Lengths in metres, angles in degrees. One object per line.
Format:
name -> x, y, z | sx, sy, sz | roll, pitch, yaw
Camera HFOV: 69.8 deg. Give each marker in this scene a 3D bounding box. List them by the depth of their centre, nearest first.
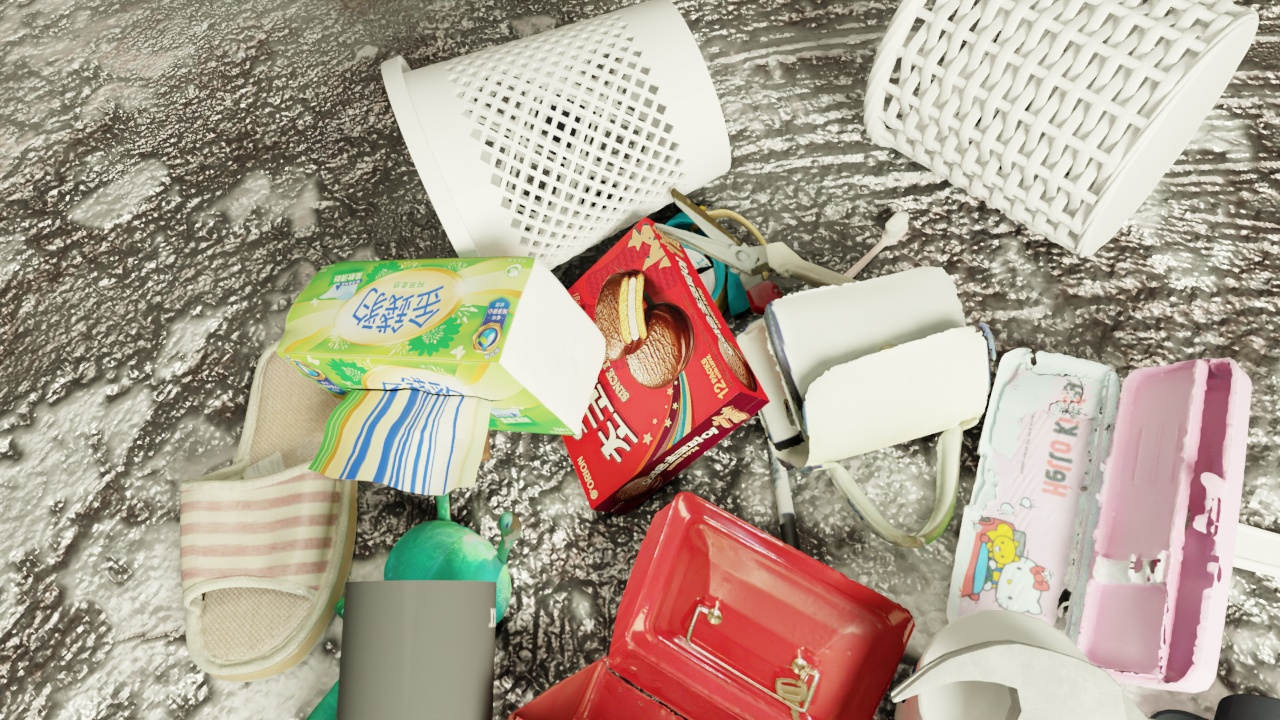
marker -> 0.095, 0.073, 0.630 | 0.011, 0.011, 0.152 | -6, 58, 3

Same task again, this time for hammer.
hammer -> 0.129, 0.283, 0.411 | 0.131, 0.039, 0.328 | 25, 84, 18

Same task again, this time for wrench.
wrench -> 0.383, 0.118, 0.562 | 0.273, 0.018, 0.066 | 15, 62, 17

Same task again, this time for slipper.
slipper -> -0.258, 0.086, 0.644 | 0.115, 0.052, 0.262 | -3, 58, 4

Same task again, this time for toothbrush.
toothbrush -> 0.145, -0.054, 0.696 | 0.181, 0.018, 0.016 | -43, 63, -17

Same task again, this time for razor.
razor -> -0.055, -0.194, 0.794 | 0.052, 0.047, 0.142 | -32, 60, 16

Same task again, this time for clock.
clock -> 0.036, -0.065, 0.704 | 0.129, 0.044, 0.099 | -32, 60, -4

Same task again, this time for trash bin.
trash bin -> -0.052, -0.162, 0.673 | 0.199, 0.196, 0.195 | -23, 59, -1

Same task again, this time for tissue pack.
tissue pack -> -0.141, 0.018, 0.602 | 0.198, 0.120, 0.141 | -2, 60, 34

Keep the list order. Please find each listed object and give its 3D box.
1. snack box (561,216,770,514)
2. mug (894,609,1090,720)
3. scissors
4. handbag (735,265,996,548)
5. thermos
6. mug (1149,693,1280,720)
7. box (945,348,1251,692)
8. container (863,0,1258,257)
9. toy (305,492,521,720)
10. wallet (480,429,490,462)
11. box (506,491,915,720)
snack box -> -0.004, 0.004, 0.629 | 0.133, 0.035, 0.152 | -41, 56, 24
mug -> 0.178, 0.201, 0.495 | 0.121, 0.090, 0.091 | -33, 60, -12
scissors -> 0.105, -0.051, 0.654 | 0.179, 0.015, 0.185 | -13, 79, -28
handbag -> 0.160, 0.033, 0.594 | 0.151, 0.074, 0.176 | -12, 77, -18
thermos -> -0.120, 0.239, 0.479 | 0.082, 0.082, 0.240 | -2, 75, 6
mug -> 0.317, 0.223, 0.482 | 0.105, 0.071, 0.077 | 7, 56, 43
box -> 0.283, 0.090, 0.563 | 0.154, 0.066, 0.201 | 1, 63, 43
container -> 0.294, -0.201, 0.665 | 0.187, 0.189, 0.189 | 39, 71, 25
toy -> -0.142, 0.168, 0.573 | 0.131, 0.072, 0.193 | 23, 74, 19
wallet -> -0.156, 0.029, 0.688 | 0.087, 0.013, 0.120 | -13, 58, 5
box -> 0.027, 0.193, 0.479 | 0.157, 0.157, 0.169 | 24, 27, 21
